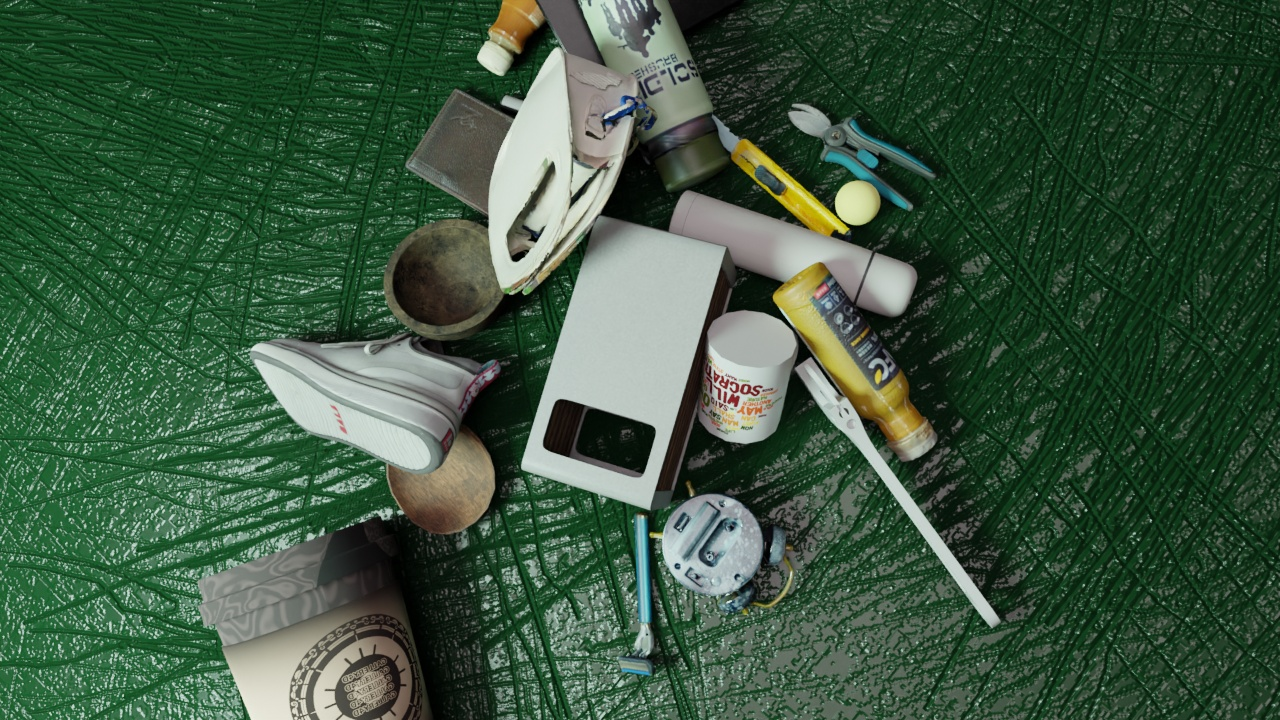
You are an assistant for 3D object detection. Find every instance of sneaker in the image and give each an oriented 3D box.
[{"bbox_3d":[-0.260,0.013,0.882,0.263,0.097,0.128,15,45,27],"label":"sneaker"}]

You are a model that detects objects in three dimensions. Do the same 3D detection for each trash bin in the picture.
[{"bbox_3d":[-0.005,0.005,0.818,0.114,0.114,0.228,16,86,12],"label":"trash bin"}]

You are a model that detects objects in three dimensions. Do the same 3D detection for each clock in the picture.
[{"bbox_3d":[0.076,0.168,0.813,0.129,0.052,0.090,36,90,8],"label":"clock"}]

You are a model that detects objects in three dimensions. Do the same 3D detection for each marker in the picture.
[{"bbox_3d":[-0.074,-0.236,0.911,0.140,0.016,0.016,22,87,12],"label":"marker"}]

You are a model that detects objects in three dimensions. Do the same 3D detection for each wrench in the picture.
[{"bbox_3d":[0.222,0.113,0.795,0.018,0.086,0.273,-36,89,4],"label":"wrench"}]

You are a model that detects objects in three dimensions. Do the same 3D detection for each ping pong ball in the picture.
[{"bbox_3d":[0.198,-0.144,0.837,0.040,0.040,0.040,-1,83,10],"label":"ping pong ball"}]

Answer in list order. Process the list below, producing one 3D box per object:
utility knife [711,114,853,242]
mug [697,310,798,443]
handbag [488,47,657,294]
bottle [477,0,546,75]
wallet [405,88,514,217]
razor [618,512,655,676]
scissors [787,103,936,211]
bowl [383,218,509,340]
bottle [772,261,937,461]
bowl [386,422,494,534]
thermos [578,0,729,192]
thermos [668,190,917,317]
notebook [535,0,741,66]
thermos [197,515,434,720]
[{"bbox_3d":[0.120,-0.174,0.866,0.206,0.018,0.031,46,127,15],"label":"utility knife"},{"bbox_3d":[0.102,0.009,0.807,0.105,0.090,0.073,-30,52,-32],"label":"mug"},{"bbox_3d":[-0.065,-0.150,0.799,0.093,0.201,0.199,16,54,-23],"label":"handbag"},{"bbox_3d":[-0.107,-0.362,0.911,0.059,0.059,0.167,31,91,12],"label":"bottle"},{"bbox_3d":[-0.163,-0.206,0.918,0.120,0.031,0.099,32,86,14],"label":"wallet"},{"bbox_3d":[0.002,0.212,0.842,0.042,0.022,0.143,-10,75,46],"label":"razor"},{"bbox_3d":[0.203,-0.189,0.853,0.132,0.019,0.148,-8,83,9],"label":"scissors"},{"bbox_3d":[-0.180,-0.070,0.887,0.121,0.056,0.121,-2,69,5],"label":"bowl"},{"bbox_3d":[0.189,0.004,0.794,0.053,0.053,0.186,-36,95,4],"label":"bottle"},{"bbox_3d":[-0.188,0.110,0.885,0.102,0.026,0.114,-41,77,4],"label":"bowl"},{"bbox_3d":[0.007,-0.269,0.844,0.082,0.082,0.231,-24,98,7],"label":"thermos"},{"bbox_3d":[0.138,-0.096,0.836,0.224,0.052,0.052,21,87,12],"label":"thermos"},{"bbox_3d":[0.005,-0.392,0.877,0.231,0.019,0.169,-30,97,-1],"label":"notebook"},{"bbox_3d":[-0.274,0.273,0.816,0.173,0.172,0.226,-20,86,7],"label":"thermos"}]
